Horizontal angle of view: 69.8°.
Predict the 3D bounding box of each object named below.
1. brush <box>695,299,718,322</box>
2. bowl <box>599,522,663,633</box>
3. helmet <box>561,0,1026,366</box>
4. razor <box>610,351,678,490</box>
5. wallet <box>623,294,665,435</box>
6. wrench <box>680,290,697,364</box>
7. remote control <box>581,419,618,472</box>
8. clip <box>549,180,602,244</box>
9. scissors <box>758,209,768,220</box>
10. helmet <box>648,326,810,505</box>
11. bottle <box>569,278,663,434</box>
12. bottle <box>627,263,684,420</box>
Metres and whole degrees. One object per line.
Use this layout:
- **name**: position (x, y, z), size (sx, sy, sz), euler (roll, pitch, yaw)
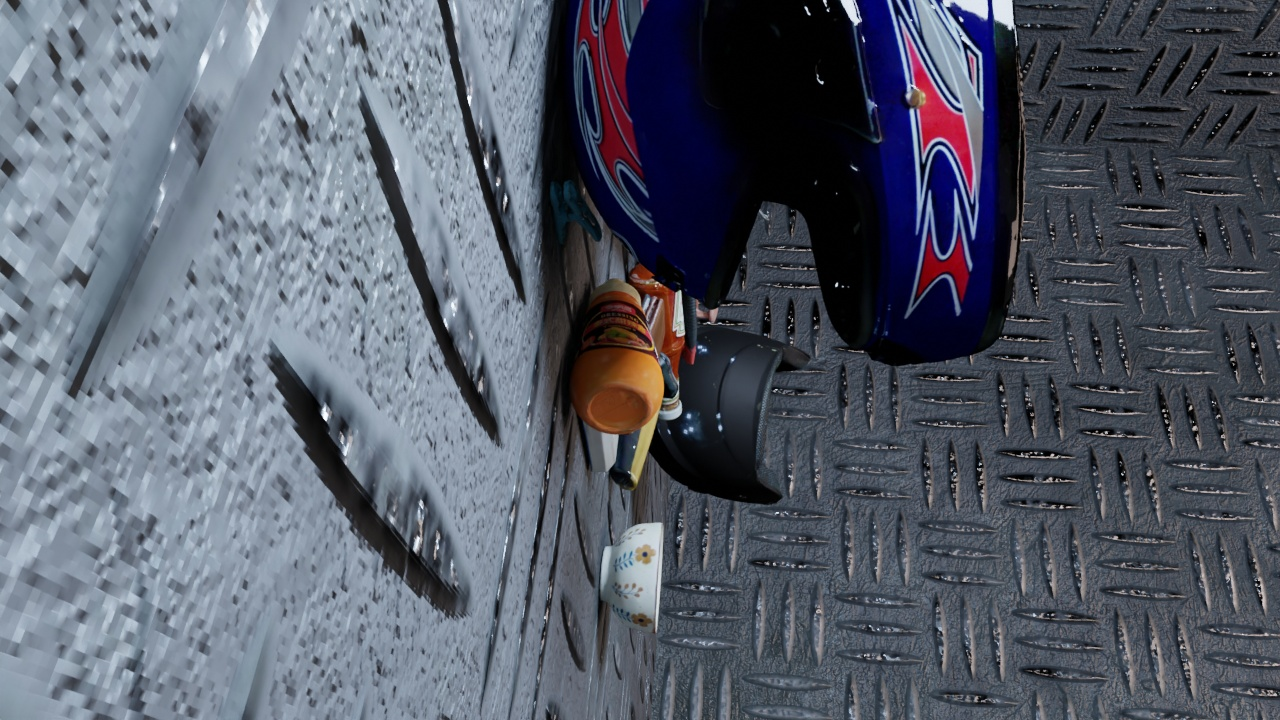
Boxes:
- **brush**: position (0.055, -0.114, 1.118), size (0.063, 0.073, 0.146), euler (-51, 138, -60)
- **bowl**: position (-0.009, 0.225, 0.961), size (0.113, 0.062, 0.113), euler (8, 87, -86)
- **helmet**: position (0.077, -0.145, 0.547), size (0.247, 0.240, 0.315), euler (-46, 129, -83)
- **razor**: position (0.001, 0.067, 1.014), size (0.062, 0.067, 0.167), euler (-40, -152, 49)
- **wallet**: position (-0.005, 0.005, 0.924), size (0.101, 0.032, 0.124), euler (85, 24, -68)
- **wrench**: position (0.056, -0.108, 1.041), size (0.056, 0.016, 0.274), euler (-126, -153, -44)
- **remote control**: position (-0.033, 0.047, 0.754), size (0.125, 0.024, 0.049), euler (85, 9, -59)
- **clip**: position (-0.041, -0.088, 0.549), size (0.055, 0.038, 0.013), euler (71, 20, -61)
- **scissors**: position (0.069, -0.257, 1.027), size (0.229, 0.021, 0.221), euler (51, -4, 27)
- **helmet**: position (0.105, 0.069, 1.294), size (0.275, 0.230, 0.233), euler (125, -18, -72)
- **bottle**: position (-0.018, -0.013, 0.682), size (0.149, 0.067, 0.067), euler (-93, -178, -50)
- **bottle**: position (0.024, -0.018, 1.082), size (0.059, 0.060, 0.206), euler (-81, 166, -54)
